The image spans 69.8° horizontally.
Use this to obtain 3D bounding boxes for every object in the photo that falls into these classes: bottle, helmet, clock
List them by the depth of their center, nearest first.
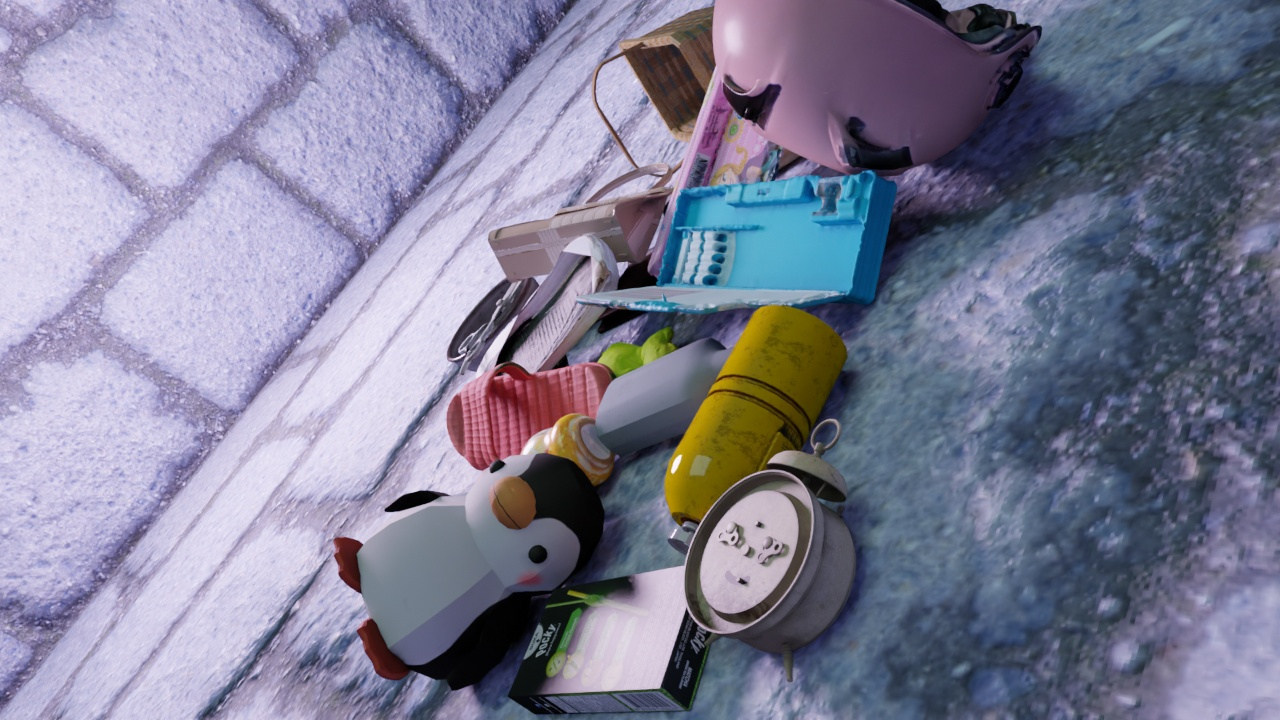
[{"bbox_3d":[0.081,0.096,0.500,0.093,0.054,0.140,-1,58,59],"label":"clock"},{"bbox_3d":[0.067,0.049,0.578,0.071,0.071,0.163,-9,44,56],"label":"bottle"},{"bbox_3d":[0.151,-0.222,0.677,0.153,0.230,0.254,-66,-7,25],"label":"helmet"},{"bbox_3d":[0.036,0.021,0.704,0.162,0.046,0.072,-25,32,42],"label":"bottle"},{"bbox_3d":[-0.073,0.089,0.765,0.109,0.063,0.063,-33,27,33],"label":"bottle"}]

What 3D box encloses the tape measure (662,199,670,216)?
[{"bbox_3d":[0.056,-0.154,0.960,0.059,0.038,0.058,-36,30,-2],"label":"tape measure"}]

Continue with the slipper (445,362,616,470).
[{"bbox_3d":[-0.118,0.054,0.854,0.249,0.059,0.103,-11,81,46],"label":"slipper"}]

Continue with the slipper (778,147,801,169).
[{"bbox_3d":[0.154,-0.260,0.910,0.262,0.079,0.111,-25,28,41],"label":"slipper"}]

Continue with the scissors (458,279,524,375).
[{"bbox_3d":[-0.158,-0.052,1.024,0.161,0.014,0.117,-48,22,7],"label":"scissors"}]

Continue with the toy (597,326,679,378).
[{"bbox_3d":[-0.005,0.005,0.818,0.094,0.036,0.094,-37,31,11],"label":"toy"}]

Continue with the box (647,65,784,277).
[{"bbox_3d":[0.068,-0.179,0.850,0.230,0.062,0.160,-71,21,8],"label":"box"}]

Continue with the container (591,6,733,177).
[{"bbox_3d":[0.043,-0.325,1.109,0.186,0.157,0.250,-37,23,-3],"label":"container"}]

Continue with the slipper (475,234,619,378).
[{"bbox_3d":[-0.092,-0.013,0.930,0.265,0.063,0.111,-52,41,34],"label":"slipper"}]

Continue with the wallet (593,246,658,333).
[{"bbox_3d":[-0.002,-0.086,0.981,0.092,0.018,0.115,-23,31,45],"label":"wallet"}]

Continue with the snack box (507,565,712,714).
[{"bbox_3d":[-0.017,0.177,0.575,0.148,0.025,0.080,-23,33,44],"label":"snack box"}]

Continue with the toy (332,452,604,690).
[{"bbox_3d":[-0.108,0.147,0.693,0.184,0.140,0.159,-35,57,5],"label":"toy"}]

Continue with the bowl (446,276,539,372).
[{"bbox_3d":[-0.161,-0.035,1.109,0.145,0.067,0.144,-38,25,21],"label":"bowl"}]

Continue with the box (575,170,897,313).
[{"bbox_3d":[0.075,-0.071,0.714,0.170,0.085,0.228,-48,29,-21],"label":"box"}]

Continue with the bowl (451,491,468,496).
[{"bbox_3d":[-0.183,0.162,0.848,0.137,0.057,0.136,-38,24,21],"label":"bowl"}]

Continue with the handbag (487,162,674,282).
[{"bbox_3d":[-0.036,-0.166,0.988,0.176,0.062,0.197,-4,32,38],"label":"handbag"}]
